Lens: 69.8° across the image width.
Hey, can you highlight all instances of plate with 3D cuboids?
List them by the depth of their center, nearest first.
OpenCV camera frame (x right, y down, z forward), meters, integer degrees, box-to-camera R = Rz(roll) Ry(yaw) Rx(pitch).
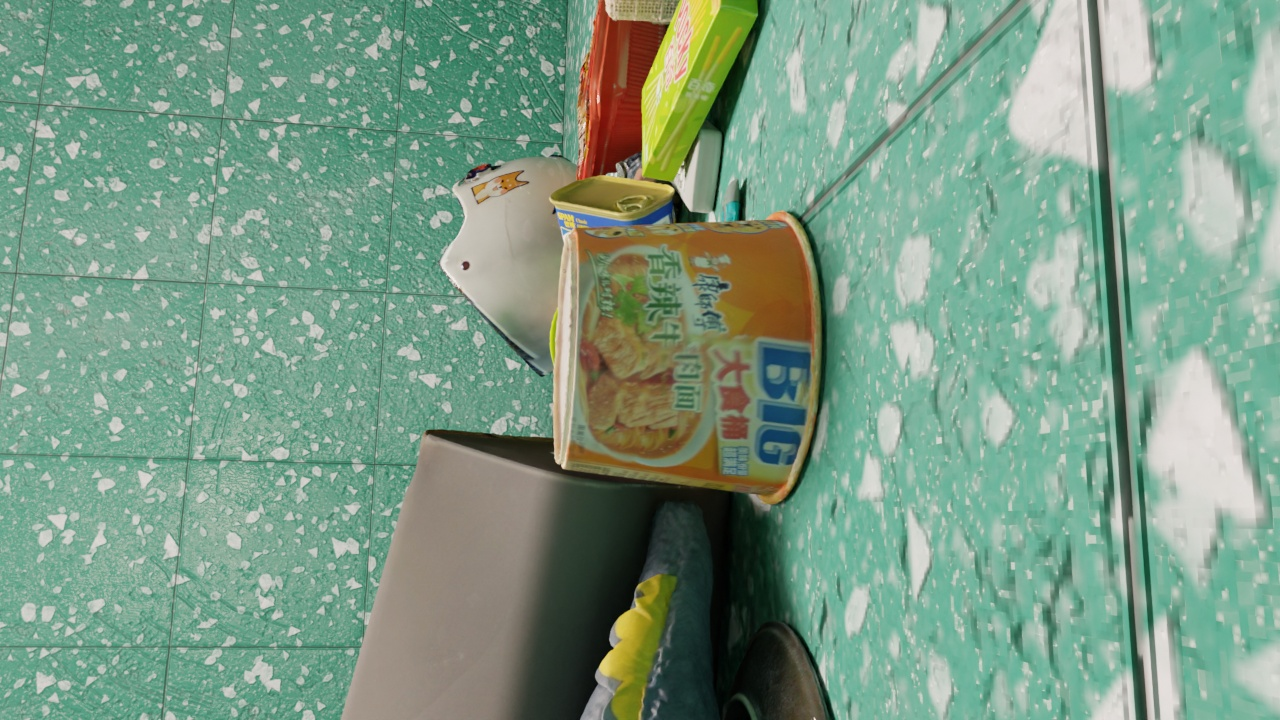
[{"bbox_3d":[0.056,0.213,0.424,0.179,0.024,0.179,-179,91,-81],"label":"plate"}]

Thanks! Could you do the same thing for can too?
[{"bbox_3d":[-0.016,-0.093,0.718,0.102,0.057,0.083,18,132,40],"label":"can"}]

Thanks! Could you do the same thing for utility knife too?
[{"bbox_3d":[0.050,-0.020,0.567,0.029,0.013,0.182,-158,70,-82],"label":"utility knife"}]

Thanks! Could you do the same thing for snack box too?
[{"bbox_3d":[0.034,-0.199,0.603,0.157,0.026,0.085,123,151,-58],"label":"snack box"}]

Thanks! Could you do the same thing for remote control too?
[{"bbox_3d":[0.035,-0.156,0.689,0.150,0.021,0.058,-108,22,-66],"label":"remote control"}]

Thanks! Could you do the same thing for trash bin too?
[{"bbox_3d":[-0.055,0.164,0.553,0.199,0.198,0.219,10,89,41],"label":"trash bin"}]

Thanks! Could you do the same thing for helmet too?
[{"bbox_3d":[-0.089,-0.126,1.013,0.230,0.157,0.273,52,-153,-31],"label":"helmet"}]

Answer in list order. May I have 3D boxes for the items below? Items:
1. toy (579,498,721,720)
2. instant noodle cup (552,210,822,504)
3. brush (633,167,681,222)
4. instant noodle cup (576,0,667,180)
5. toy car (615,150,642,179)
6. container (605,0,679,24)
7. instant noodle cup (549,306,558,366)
[{"bbox_3d":[-0.001,0.245,0.416,0.138,0.091,0.356,31,-116,-81],"label":"toy"},{"bbox_3d":[0.015,-0.004,0.466,0.151,0.111,0.151,-179,91,-82],"label":"instant noodle cup"},{"bbox_3d":[-0.009,-0.120,0.810,0.146,0.073,0.063,120,152,-69],"label":"brush"},{"bbox_3d":[-0.021,-0.260,0.880,0.189,0.079,0.164,110,165,-72],"label":"instant noodle cup"},{"bbox_3d":[-0.001,-0.167,0.878,0.034,0.043,0.091,60,163,20],"label":"toy car"},{"bbox_3d":[0.016,-0.305,0.644,0.089,0.090,0.111,-96,8,-45],"label":"container"},{"bbox_3d":[-0.004,0.004,0.659,0.123,0.111,0.111,90,180,-72],"label":"instant noodle cup"}]
